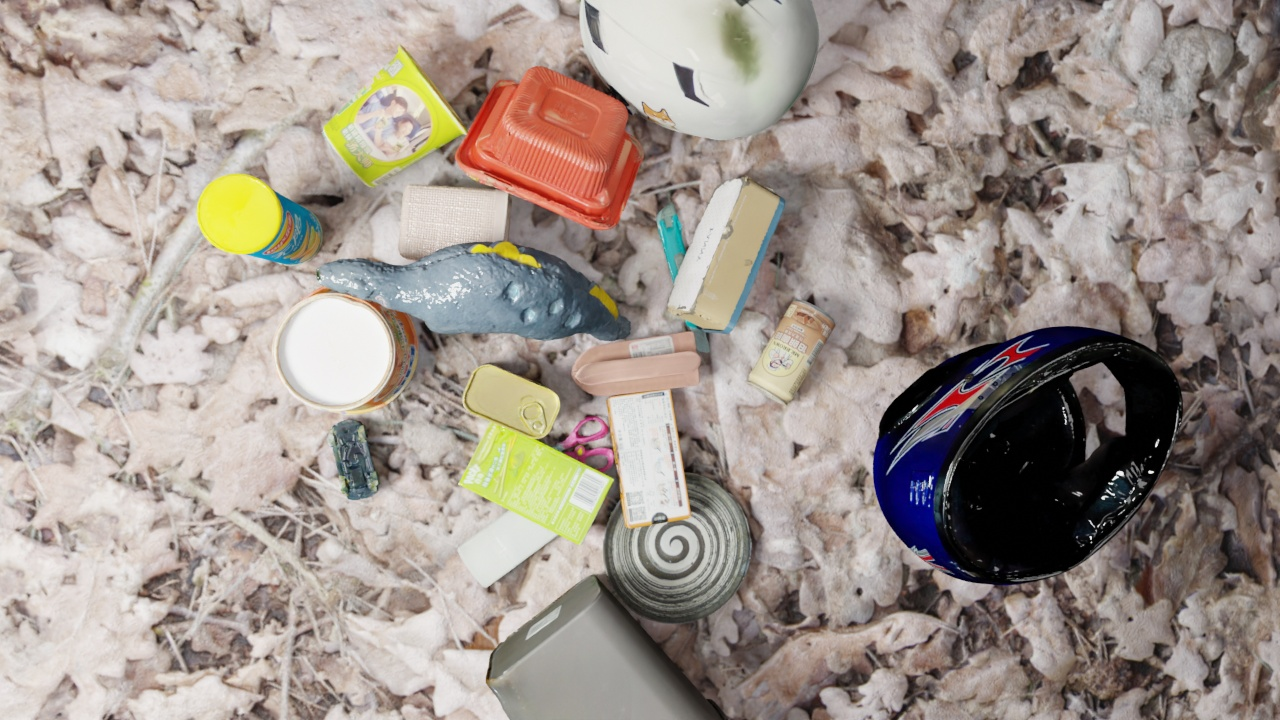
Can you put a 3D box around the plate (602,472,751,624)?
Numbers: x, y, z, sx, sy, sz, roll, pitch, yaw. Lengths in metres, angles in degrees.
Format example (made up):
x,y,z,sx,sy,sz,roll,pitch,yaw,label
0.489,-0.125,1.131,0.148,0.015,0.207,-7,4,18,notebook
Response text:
x,y,z,sx,sy,sz,roll,pitch,yaw,label
0.043,0.220,1.086,0.179,0.024,0.179,0,87,-9,plate

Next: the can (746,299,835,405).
x,y,z,sx,sy,sz,roll,pitch,yaw,label
0.177,-0.009,1.080,0.058,0.058,0.116,31,89,-9,can

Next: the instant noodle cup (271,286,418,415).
x,y,z,sx,sy,sz,roll,pitch,yaw,label
-0.318,-0.011,0.977,0.151,0.111,0.151,0,93,-9,instant noodle cup

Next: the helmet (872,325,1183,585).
x,y,z,sx,sy,sz,roll,pitch,yaw,label
0.407,0.093,1.026,0.247,0.240,0.316,41,97,-9,helmet

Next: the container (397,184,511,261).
x,y,z,sx,sy,sz,roll,pitch,yaw,label
-0.201,-0.144,1.001,0.111,0.090,0.090,6,92,-6,container

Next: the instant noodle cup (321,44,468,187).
x,y,z,sx,sy,sz,roll,pitch,yaw,label
-0.267,-0.252,0.978,0.123,0.111,0.111,-36,98,2,instant noodle cup

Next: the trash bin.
x,y,z,sx,sy,sz,roll,pitch,yaw,label
-0.043,0.376,1.011,0.199,0.199,0.220,-37,91,-7,trash bin

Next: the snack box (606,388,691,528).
x,y,z,sx,sy,sz,roll,pitch,yaw,label
0.009,0.112,1.062,0.075,0.026,0.153,-8,83,-10,snack box

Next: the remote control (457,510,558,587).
x,y,z,sx,sy,sz,roll,pitch,yaw,label
-0.136,0.196,1.061,0.150,0.021,0.058,-35,88,-6,remote control

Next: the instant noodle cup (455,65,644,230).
x,y,z,sx,sy,sz,roll,pitch,yaw,label
-0.085,-0.236,0.982,0.188,0.079,0.164,22,51,-10,instant noodle cup

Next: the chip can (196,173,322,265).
x,y,z,sx,sy,sz,roll,pitch,yaw,label
-0.370,-0.135,0.911,0.071,0.210,0.071,0,93,-9,chip can

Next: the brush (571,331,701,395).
x,y,z,sx,sy,sz,roll,pitch,yaw,label
-0.006,0.006,1.046,0.145,0.073,0.063,-7,95,-7,brush

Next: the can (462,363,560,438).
x,y,z,sx,sy,sz,roll,pitch,yaw,label
-0.144,0.042,1.021,0.102,0.083,0.057,23,90,-10,can

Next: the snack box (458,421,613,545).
x,y,z,sx,sy,sz,roll,pitch,yaw,label
-0.118,0.138,1.043,0.156,0.026,0.085,26,82,1,snack box

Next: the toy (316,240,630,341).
x,y,z,sx,sy,sz,roll,pitch,yaw,label
-0.143,-0.067,0.943,0.355,0.138,0.091,8,73,-29,toy

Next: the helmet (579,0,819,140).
x,y,z,sx,sy,sz,roll,pitch,yaw,label
0.055,-0.354,0.965,0.274,0.156,0.230,31,105,-1,helmet

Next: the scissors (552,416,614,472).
x,y,z,sx,sy,sz,roll,pitch,yaw,label
-0.100,0.098,1.067,0.137,0.017,0.073,-2,94,-5,scissors

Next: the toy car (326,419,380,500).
x,y,z,sx,sy,sz,roll,pitch,yaw,label
-0.318,0.110,1.023,0.043,0.034,0.090,-15,93,-5,toy car

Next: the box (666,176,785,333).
x,y,z,sx,sy,sz,roll,pitch,yaw,label
0.092,-0.113,1.038,0.061,0.090,0.184,22,88,-21,box

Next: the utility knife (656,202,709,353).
x,y,z,sx,sy,sz,roll,pitch,yaw,label
0.052,-0.095,1.079,0.029,0.013,0.182,-17,97,-8,utility knife
